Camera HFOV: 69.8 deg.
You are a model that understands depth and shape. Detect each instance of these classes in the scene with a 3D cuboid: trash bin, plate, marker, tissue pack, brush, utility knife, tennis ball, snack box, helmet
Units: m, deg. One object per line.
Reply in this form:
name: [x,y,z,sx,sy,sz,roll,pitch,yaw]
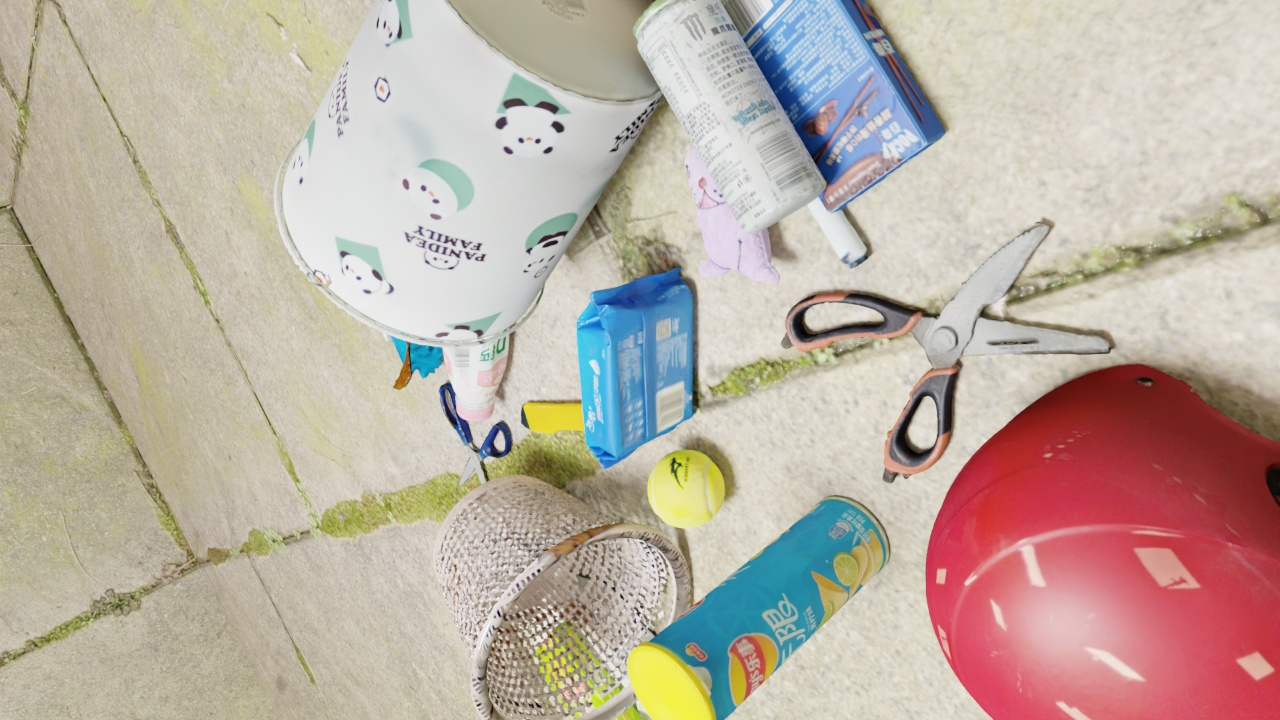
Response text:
trash bin: [-0.096,0.216,0.884,0.192,0.227,0.228,32,134,49]
plate: [-0.048,0.332,1.012,0.205,0.045,0.205,27,130,36]
marker: [0.108,-0.117,0.596,0.018,0.022,0.130,-33,85,22]
tissue pack: [-0.004,0.004,0.732,0.052,0.094,0.157,28,130,42]
brush: [-0.230,-0.122,0.940,0.109,0.060,0.315,45,136,25]
trash bin: [-0.117,-0.169,0.663,0.229,0.228,0.253,55,136,9]
utility knife: [-0.053,0.056,0.875,0.220,0.015,0.033,-2,109,51]
tennis ball: [0.038,0.108,0.769,0.065,0.065,0.066,26,129,36]
snack box: [-0.053,0.359,0.975,0.156,0.026,0.086,50,138,15]
helmet: [0.249,0.134,0.467,0.240,0.143,0.207,46,134,32]
snack box: [0.108,-0.177,0.555,0.157,0.026,0.085,59,142,3]

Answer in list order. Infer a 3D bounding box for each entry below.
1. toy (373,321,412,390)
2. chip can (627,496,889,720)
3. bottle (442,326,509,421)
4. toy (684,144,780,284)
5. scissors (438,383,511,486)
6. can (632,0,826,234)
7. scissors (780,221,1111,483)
toy: [-0.244,-0.104,0.851,0.246,0.089,0.228,56,150,32]
chip can: [0.088,0.172,0.637,0.071,0.209,0.071,26,130,36]
bottle: [-0.163,-0.025,0.911,0.068,0.068,0.197,34,135,30]
toy: [0.059,-0.107,0.641,0.084,0.038,0.108,8,119,55]
scissors: [-0.190,0.102,1.057,0.163,0.012,0.176,-19,98,50]
can: [0.054,-0.153,0.562,0.058,0.058,0.146,-32,87,51]
scissors: [0.180,-0.009,0.587,0.189,0.015,0.226,38,135,26]
